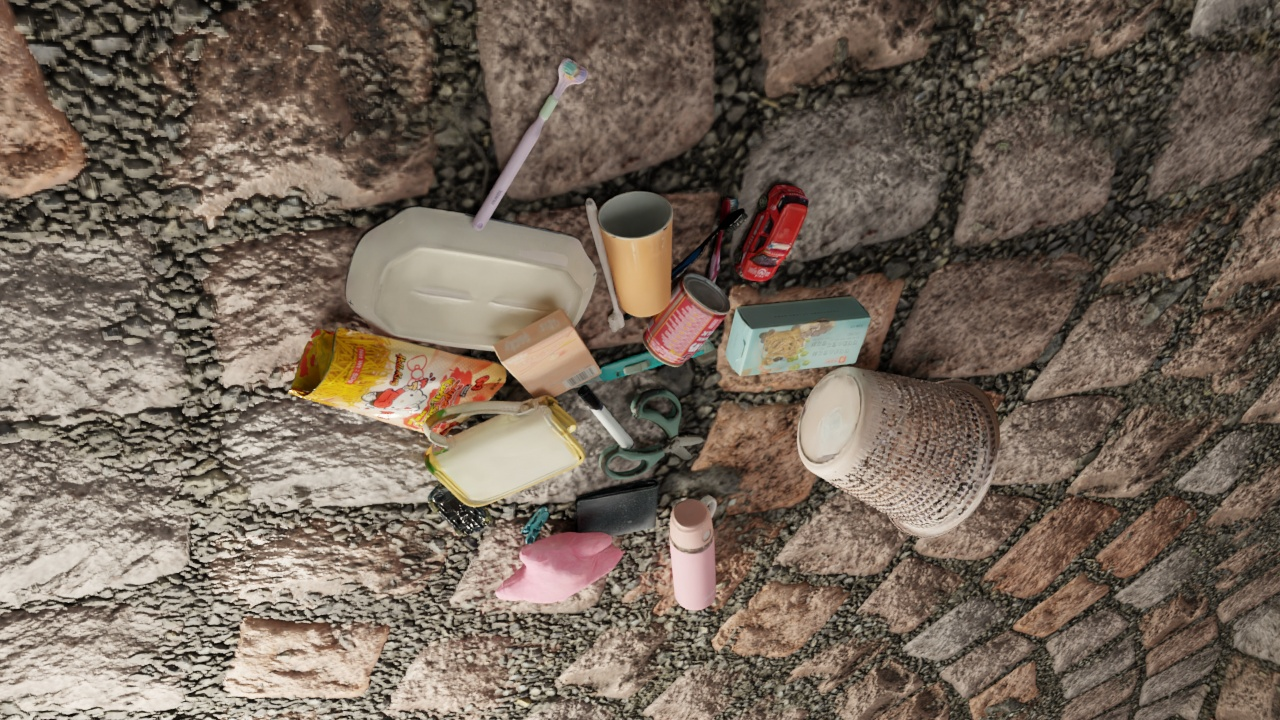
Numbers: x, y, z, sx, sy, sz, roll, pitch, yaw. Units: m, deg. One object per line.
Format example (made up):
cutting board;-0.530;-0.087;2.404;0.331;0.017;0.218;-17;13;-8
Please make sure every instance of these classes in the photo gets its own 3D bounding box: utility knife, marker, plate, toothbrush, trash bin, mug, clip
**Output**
utility knife;-0.007;0.007;1.118;0.209;0.013;0.029;-16;128;-10
marker;-0.042;0.075;1.156;0.018;0.022;0.131;-32;133;4
plate;-0.169;-0.071;0.964;0.265;0.034;0.162;8;125;-29
toothbrush;-0.041;-0.101;1.007;0.016;0.016;0.180;-42;140;-28
trash bin;0.330;0.106;1.236;0.192;0.227;0.228;19;119;-21
toothbrush;-0.111;-0.202;0.881;0.029;0.021;0.189;25;112;-30
toothbrush;0.049;-0.105;1.036;0.190;0.014;0.016;-42;139;21
mug;-0.001;-0.109;0.983;0.078;0.078;0.123;-18;138;-10
clip;-0.141;0.220;1.237;0.014;0.048;0.057;23;112;-36
toothbrush;0.088;-0.105;1.065;0.017;0.016;0.188;-14;133;-27

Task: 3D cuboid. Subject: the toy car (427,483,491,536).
toy car;-0.228;0.183;1.157;0.049;0.031;0.105;-29;136;1

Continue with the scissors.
scissors;0.028;0.090;1.193;0.177;0.019;0.169;-4;121;-37

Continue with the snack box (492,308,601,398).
snack box;-0.100;-0.001;1.018;0.084;0.026;0.157;-27;158;-1

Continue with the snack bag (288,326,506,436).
snack bag;-0.260;0.026;0.992;0.207;0.073;0.129;21;123;-42

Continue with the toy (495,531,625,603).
toy;-0.104;0.288;1.271;0.178;0.074;0.195;-4;146;-26

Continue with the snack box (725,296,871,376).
snack box;0.197;-0.031;1.151;0.174;0.051;0.074;-6;129;-19

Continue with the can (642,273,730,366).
can;0.051;-0.045;1.058;0.066;0.066;0.094;15;128;-33

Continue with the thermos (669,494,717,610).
thermos;0.084;0.283;1.368;0.087;0.067;0.199;-40;141;-34

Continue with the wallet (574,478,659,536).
wallet;-0.033;0.213;1.281;0.120;0.019;0.097;-10;132;-15

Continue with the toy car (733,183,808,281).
toy car;0.149;-0.141;1.042;0.052;0.045;0.121;5;128;-26

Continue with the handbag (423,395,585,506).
handbag;-0.167;0.086;1.059;0.163;0.063;0.179;-24;144;6
